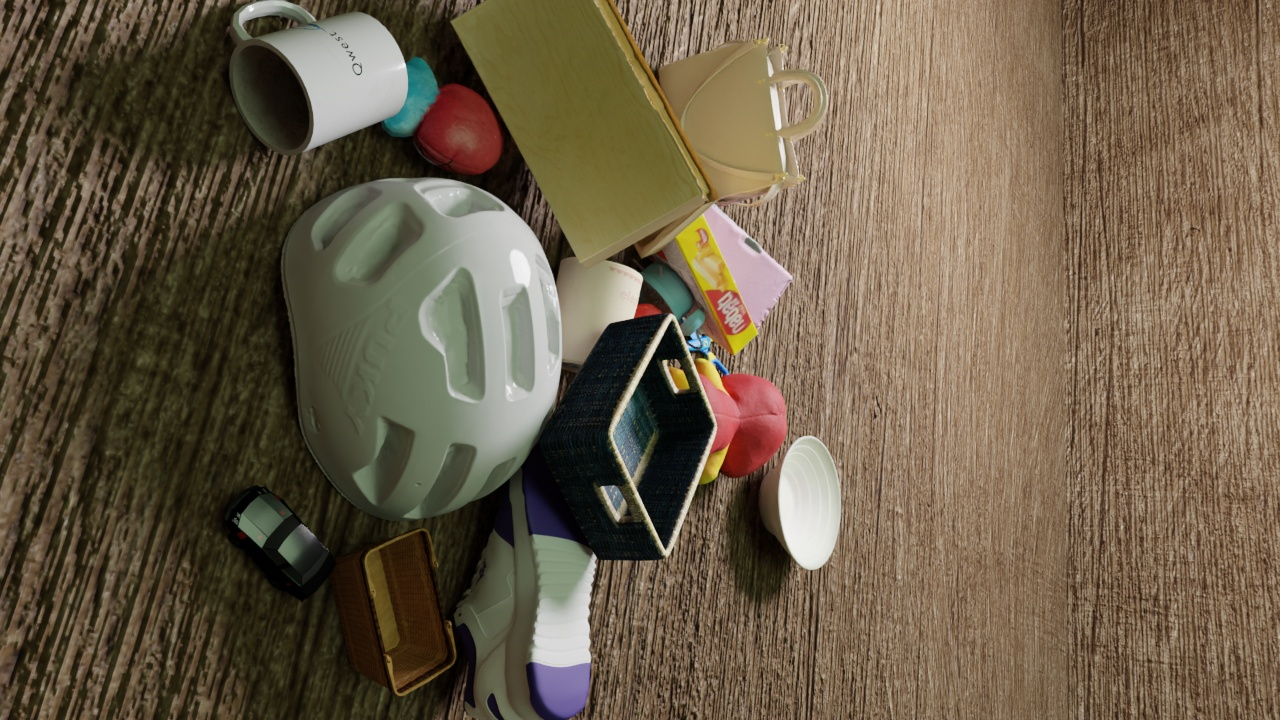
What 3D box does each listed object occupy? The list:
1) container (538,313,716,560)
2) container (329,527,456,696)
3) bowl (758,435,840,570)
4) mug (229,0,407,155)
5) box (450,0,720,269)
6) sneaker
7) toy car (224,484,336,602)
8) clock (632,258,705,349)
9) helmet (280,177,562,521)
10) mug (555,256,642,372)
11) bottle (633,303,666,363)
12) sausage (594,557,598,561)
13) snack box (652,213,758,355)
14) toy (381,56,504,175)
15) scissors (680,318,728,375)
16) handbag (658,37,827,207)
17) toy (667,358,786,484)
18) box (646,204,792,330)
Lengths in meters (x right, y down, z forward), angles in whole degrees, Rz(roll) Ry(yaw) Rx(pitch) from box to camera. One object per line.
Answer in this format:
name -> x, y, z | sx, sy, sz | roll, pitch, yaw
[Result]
container -> -0.005, 0.066, 0.825 | 0.145, 0.071, 0.186 | 67, 30, -28
container -> -0.194, 0.190, 0.706 | 0.063, 0.061, 0.114 | -19, 100, -52
bowl -> 0.204, 0.190, 1.230 | 0.176, 0.058, 0.176 | 10, 77, -52
mug -> -0.252, -0.222, 0.688 | 0.119, 0.083, 0.096 | 46, 44, 0
box -> -0.039, -0.226, 0.849 | 0.248, 0.142, 0.178 | 62, 24, 3
sneaker -> -0.108, 0.198, 0.797 | 0.091, 0.111, 0.243 | 37, 37, -40
toy car -> -0.255, 0.130, 0.656 | 0.092, 0.036, 0.042 | 60, 43, -28
clock -> 0.032, -0.057, 1.023 | 0.042, 0.087, 0.123 | -42, 119, -15
helmet -> -0.167, -0.003, 0.744 | 0.223, 0.184, 0.282 | -10, 113, -49
mug -> -0.047, -0.038, 0.928 | 0.111, 0.085, 0.104 | 56, 45, -74
bottle -> -0.006, 0.006, 0.971 | 0.048, 0.072, 0.134 | 26, 64, -45
sausage -> -0.053, 0.180, 0.911 | 0.155, 0.040, 0.040 | -26, 105, -51
snack box -> 0.060, -0.097, 1.013 | 0.042, 0.092, 0.201 | -42, 134, -10
toy -> -0.176, -0.210, 0.795 | 0.133, 0.062, 0.092 | 28, 42, -28
scissors -> 0.079, -0.029, 1.136 | 0.131, 0.018, 0.108 | 45, 47, -39
handbag -> 0.130, -0.282, 1.087 | 0.101, 0.198, 0.194 | -10, 93, -53
toy -> 0.094, 0.073, 1.077 | 0.216, 0.099, 0.147 | 9, 86, -47
box -> 0.104, -0.120, 1.127 | 0.232, 0.080, 0.099 | 33, 59, -46
